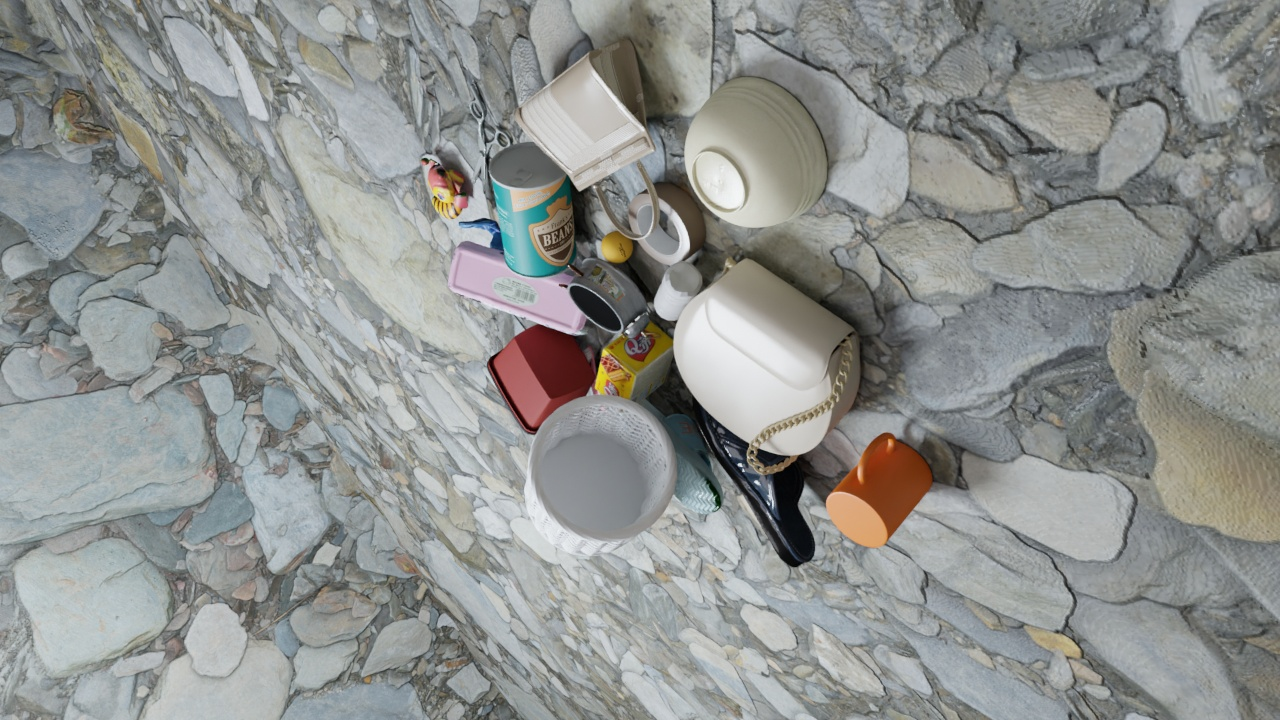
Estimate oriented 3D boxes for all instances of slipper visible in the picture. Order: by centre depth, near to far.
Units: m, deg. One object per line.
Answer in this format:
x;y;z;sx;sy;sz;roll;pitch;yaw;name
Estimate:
0.164;0.127;1.150;0.084;0.108;0.265;-31;90;29;slipper
0.045;0.113;1.305;0.245;0.074;0.104;47;156;39;slipper

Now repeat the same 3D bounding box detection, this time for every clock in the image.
-0.033;-0.075;1.183;0.148;0.056;0.104;40;160;0;clock

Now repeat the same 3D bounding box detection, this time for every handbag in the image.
-0.038;-0.227;1.025;0.176;0.062;0.198;-11;109;57;handbag
0.135;0.006;1.034;0.211;0.103;0.209;37;144;19;handbag

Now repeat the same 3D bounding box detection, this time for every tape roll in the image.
0.030;-0.158;1.061;0.094;0.030;0.094;34;146;26;tape roll

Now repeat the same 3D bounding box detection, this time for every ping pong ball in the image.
-0.029;-0.142;1.148;0.040;0.040;0.040;34;146;26;ping pong ball

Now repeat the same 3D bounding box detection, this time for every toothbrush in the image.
-0.070;0.033;1.419;0.022;0.016;0.135;28;143;40;toothbrush

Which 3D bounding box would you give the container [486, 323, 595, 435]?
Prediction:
-0.157;0.033;1.424;0.148;0.126;0.201;58;150;10;container

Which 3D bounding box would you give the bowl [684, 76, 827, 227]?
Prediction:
0.098;-0.189;0.893;0.151;0.075;0.151;33;146;26;bowl

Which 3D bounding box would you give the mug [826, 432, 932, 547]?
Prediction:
0.262;0.133;1.010;0.078;0.095;0.113;21;139;41;mug

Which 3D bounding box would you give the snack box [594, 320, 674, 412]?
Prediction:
-0.007;0.007;1.241;0.061;0.083;0.106;42;150;16;snack box

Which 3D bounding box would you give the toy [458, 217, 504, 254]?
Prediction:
-0.202;-0.153;1.343;0.113;0.070;0.177;18;138;27;toy

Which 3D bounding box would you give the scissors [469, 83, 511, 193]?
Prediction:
-0.221;-0.300;1.256;0.153;0.014;0.131;-13;113;54;scissors

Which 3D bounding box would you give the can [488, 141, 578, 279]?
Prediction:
-0.134;-0.191;1.175;0.099;0.099;0.144;32;146;28;can

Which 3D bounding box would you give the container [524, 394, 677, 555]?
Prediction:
-0.060;0.161;1.240;0.189;0.189;0.187;46;161;7;container

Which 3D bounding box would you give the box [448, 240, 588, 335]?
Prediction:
-0.164;-0.098;1.298;0.201;0.101;0.111;19;111;3;box

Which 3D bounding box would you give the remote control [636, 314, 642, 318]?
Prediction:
-0.047;-0.086;1.261;0.131;0.012;0.033;19;140;42;remote control

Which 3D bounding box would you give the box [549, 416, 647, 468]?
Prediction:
-0.080;0.179;1.558;0.232;0.060;0.175;28;145;31;box

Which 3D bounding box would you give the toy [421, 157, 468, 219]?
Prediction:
-0.291;-0.255;1.368;0.084;0.046;0.104;32;149;18;toy

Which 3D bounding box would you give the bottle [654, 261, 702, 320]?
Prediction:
0.042;-0.078;1.100;0.044;0.044;0.136;47;167;5;bottle
